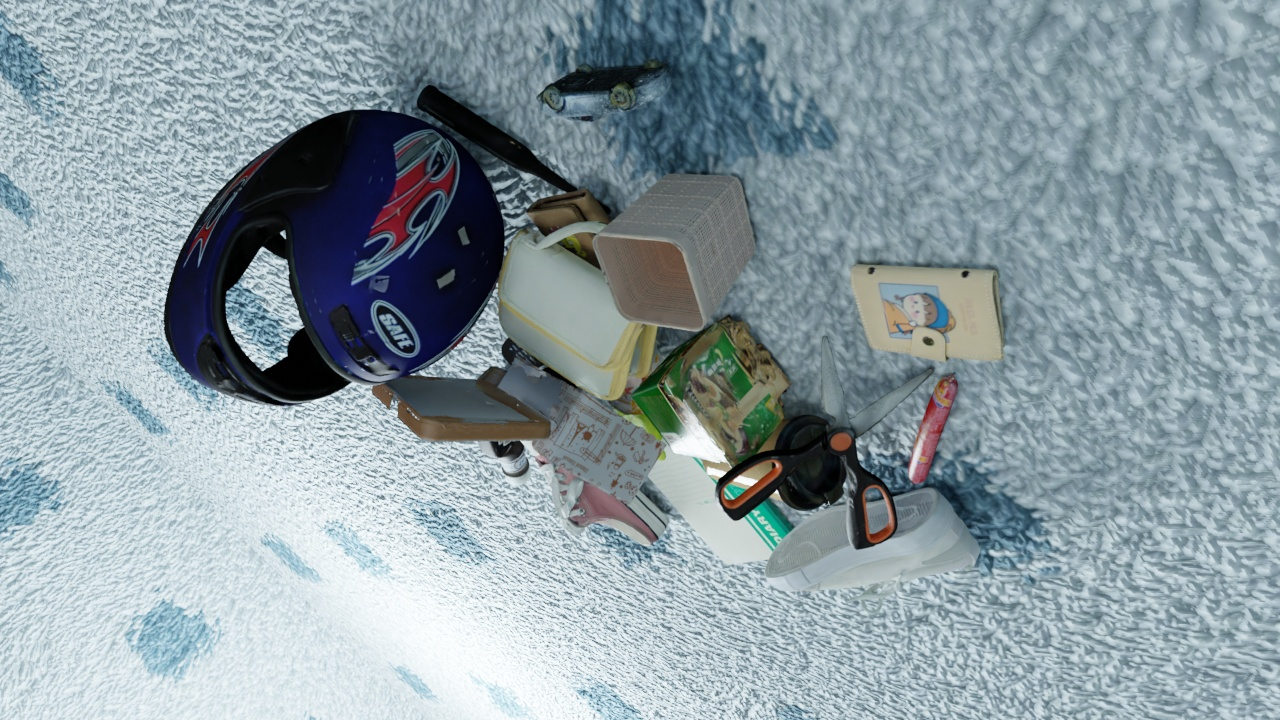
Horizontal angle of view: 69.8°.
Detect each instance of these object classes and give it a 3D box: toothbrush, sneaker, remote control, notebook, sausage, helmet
[{"bbox_3d":[-0.119,-0.195,0.875,0.212,0.026,0.027,33,152,2],"label":"toothbrush"},{"bbox_3d":[-0.076,0.165,1.165,0.241,0.087,0.118,42,157,-7],"label":"sneaker"},{"bbox_3d":[-0.118,-0.022,1.065,0.053,0.024,0.137,49,143,-11],"label":"remote control"},{"bbox_3d":[0.088,0.162,1.090,0.209,0.012,0.151,49,143,-12],"label":"notebook"},{"bbox_3d":[0.259,0.063,0.819,0.020,0.020,0.156,24,142,22],"label":"sausage"},{"bbox_3d":[0.235,0.202,0.943,0.091,0.089,0.243,44,139,-14],"label":"sneaker"},{"bbox_3d":[-0.265,-0.090,0.872,0.241,0.314,0.247,10,147,31],"label":"helmet"}]

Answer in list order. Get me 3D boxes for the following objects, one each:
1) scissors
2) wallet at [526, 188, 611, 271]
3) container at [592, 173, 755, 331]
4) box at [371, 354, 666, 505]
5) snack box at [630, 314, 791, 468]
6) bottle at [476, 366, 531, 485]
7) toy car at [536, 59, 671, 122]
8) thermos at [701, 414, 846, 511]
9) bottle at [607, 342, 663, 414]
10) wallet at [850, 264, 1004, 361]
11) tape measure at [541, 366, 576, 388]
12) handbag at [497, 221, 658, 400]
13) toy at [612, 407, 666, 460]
[{"bbox_3d":[0.168,0.085,0.821,0.221,0.021,0.235,-23,115,10],"label":"scissors"},{"bbox_3d":[-0.049,-0.110,0.885,0.090,0.033,0.115,1,136,45],"label":"wallet"},{"bbox_3d":[0.035,-0.096,0.767,0.090,0.110,0.090,10,136,36],"label":"container"},{"bbox_3d":[-0.127,0.057,0.944,0.259,0.110,0.179,32,176,-33],"label":"box"},{"bbox_3d":[0.061,0.035,0.890,0.118,0.117,0.106,52,148,-13],"label":"snack box"},{"bbox_3d":[-0.178,0.095,1.201,0.044,0.079,0.195,19,143,22],"label":"bottle"},{"bbox_3d":[-0.029,-0.217,0.744,0.121,0.054,0.037,6,130,37],"label":"toy car"},{"bbox_3d":[0.131,0.099,0.921,0.143,0.092,0.093,-1,129,52],"label":"thermos"},{"bbox_3d":[-0.006,0.006,0.959,0.063,0.063,0.109,25,139,20],"label":"bottle"},{"bbox_3d":[0.230,-0.037,0.733,0.115,0.024,0.087,7,129,37],"label":"wallet"},{"bbox_3d":[-0.106,0.037,1.096,0.057,0.039,0.058,-12,111,31],"label":"tape measure"},{"bbox_3d":[-0.060,-0.062,0.863,0.163,0.063,0.179,33,139,19],"label":"handbag"},{"bbox_3d":[-0.002,0.073,1.052,0.097,0.031,0.100,41,142,14],"label":"toy"}]
